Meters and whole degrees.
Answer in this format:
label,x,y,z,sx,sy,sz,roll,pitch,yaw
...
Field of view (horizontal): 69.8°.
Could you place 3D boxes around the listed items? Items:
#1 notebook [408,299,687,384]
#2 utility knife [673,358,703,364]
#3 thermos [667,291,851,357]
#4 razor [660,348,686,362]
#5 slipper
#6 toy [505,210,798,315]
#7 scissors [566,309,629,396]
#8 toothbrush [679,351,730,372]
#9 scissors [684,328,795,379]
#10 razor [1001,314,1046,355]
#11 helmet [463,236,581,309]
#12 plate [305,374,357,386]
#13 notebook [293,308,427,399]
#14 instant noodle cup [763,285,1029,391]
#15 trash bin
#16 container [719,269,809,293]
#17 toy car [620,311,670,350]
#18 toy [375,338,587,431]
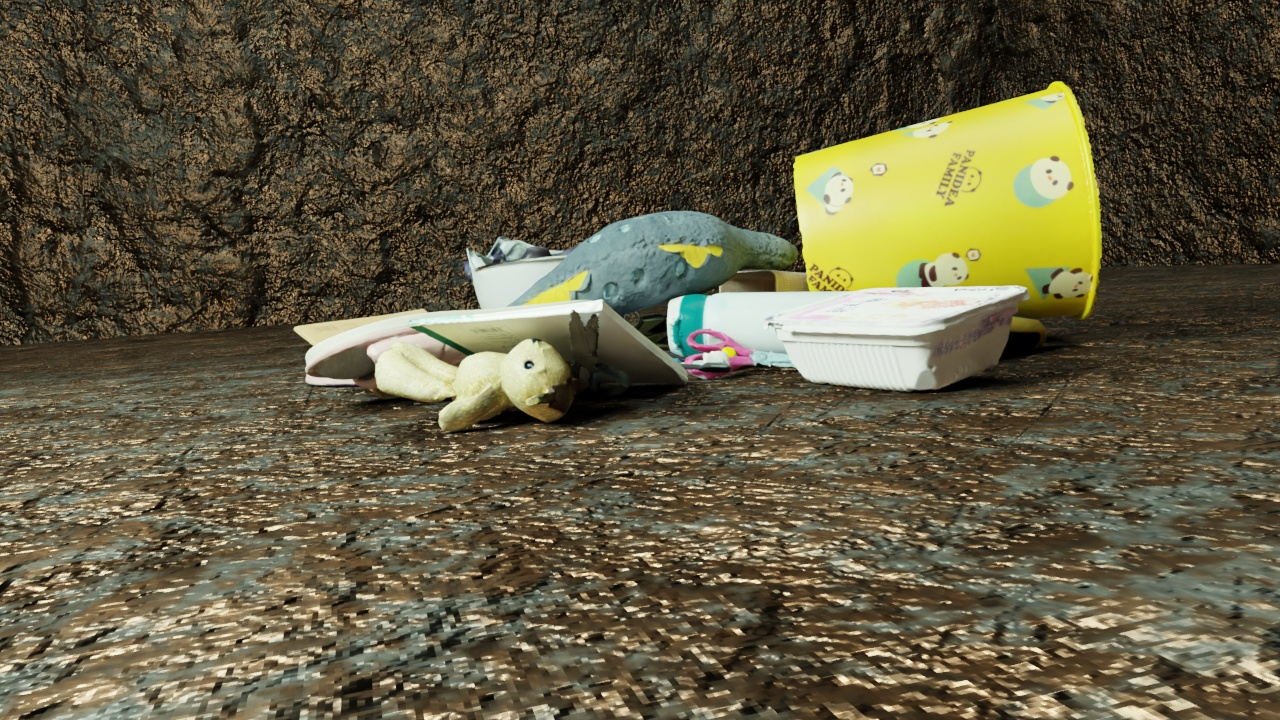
label,x,y,z,sx,sy,sz,roll,pitch,yaw
notebook,-0.062,-0.006,0.722,0.150,0.012,0.209,-3,-14,18
utility knife,-0.005,0.005,0.886,0.203,0.018,0.034,-1,6,11
thermos,0.135,-0.034,0.871,0.224,0.073,0.073,0,7,15
razor,-0.013,-0.005,0.969,0.143,0.022,0.042,-2,8,14
slipper,-0.153,-0.007,0.812,0.273,0.054,0.114,-10,-13,-29
toy,0.015,-0.094,0.933,0.355,0.091,0.138,-15,-21,-18
scissors,-0.032,-0.003,0.669,0.142,0.014,0.174,16,-24,-35
toothbrush,-0.011,0.001,0.808,0.181,0.018,0.016,0,-22,3
scissors,0.107,-0.006,0.831,0.135,0.017,0.064,2,48,0
razor,0.308,-0.021,0.819,0.167,0.062,0.067,-1,34,-37
helmet,-0.105,-0.082,1.174,0.229,0.146,0.258,-5,14,-1
plate,-0.276,-0.004,1.030,0.192,0.039,0.192,-4,6,0
notebook,-0.240,-0.011,0.934,0.149,0.012,0.212,-10,25,-39
instant noodle cup,0.199,-0.018,0.722,0.137,0.060,0.174,-17,11,-33
trash bin,0.295,-0.137,0.920,0.256,0.229,0.229,-8,5,15
container,0.164,-0.061,1.085,0.110,0.090,0.090,-4,5,-40
toy car,0.039,-0.027,0.988,0.158,0.042,0.070,-4,-20,14
toy,-0.118,0.011,0.658,0.157,0.066,0.105,6,15,23
